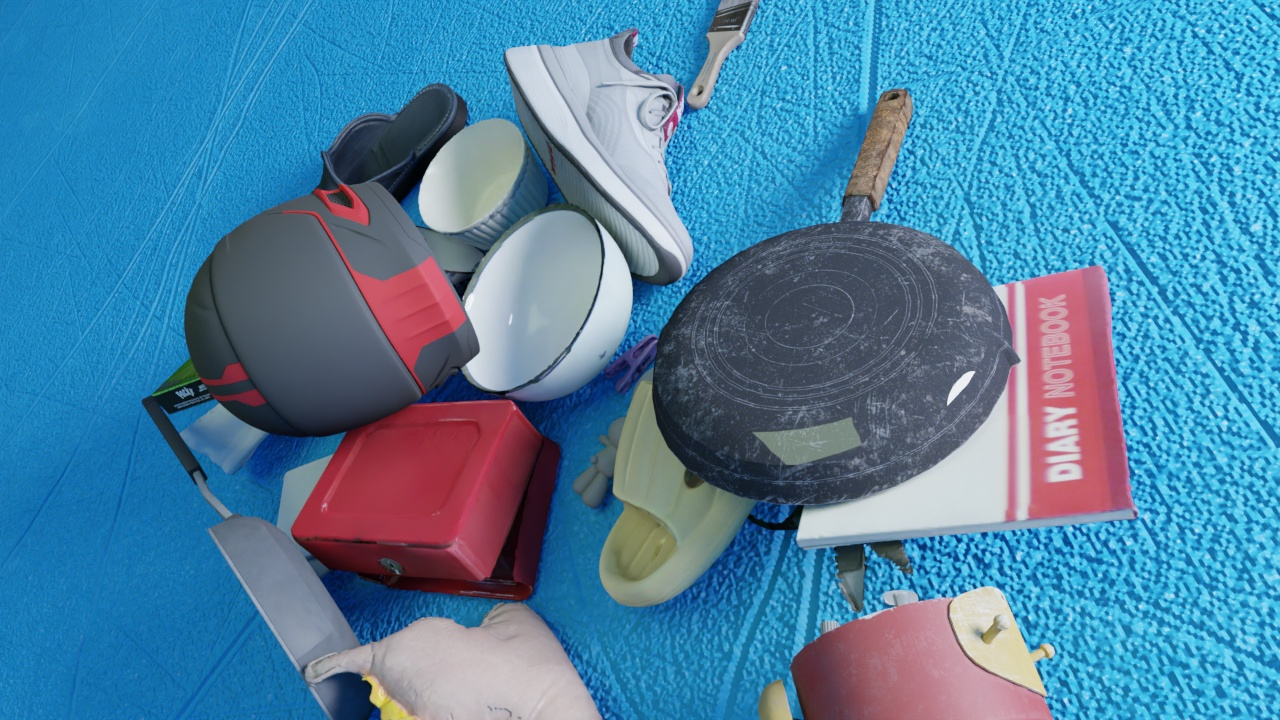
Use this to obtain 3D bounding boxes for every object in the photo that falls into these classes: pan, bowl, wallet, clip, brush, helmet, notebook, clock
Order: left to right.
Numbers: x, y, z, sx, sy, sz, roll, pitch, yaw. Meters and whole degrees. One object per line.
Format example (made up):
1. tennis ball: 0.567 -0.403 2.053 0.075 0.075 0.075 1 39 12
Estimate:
1. pan: -0.301 0.135 0.702 0.041 0.179 0.357 -33 56 -26
2. helmet: -0.233 -0.028 0.656 0.169 0.164 0.265 -32 23 -14
3. wallet: -0.260 0.138 0.764 0.119 0.037 0.115 -20 57 28
4. bowl: -0.193 -0.079 0.799 0.114 0.114 0.045 37 117 40
5. bowl: -0.132 -0.148 0.812 0.116 0.062 0.115 -15 59 26
6. bowl: -0.064 -0.035 0.696 0.154 0.073 0.153 -21 56 33
7. clip: -0.009 0.000 0.688 0.042 0.014 0.052 22 82 41
8. brush: 0.074 -0.278 0.780 0.039 0.012 0.151 12 75 37
9. pan: 0.123 -0.070 0.556 0.208 0.040 0.355 1 49 28
10. clock: 0.120 0.168 0.454 0.159 0.117 0.081 -31 49 24
11. notebook: 0.174 0.018 0.494 0.153 0.012 0.208 -12 30 29

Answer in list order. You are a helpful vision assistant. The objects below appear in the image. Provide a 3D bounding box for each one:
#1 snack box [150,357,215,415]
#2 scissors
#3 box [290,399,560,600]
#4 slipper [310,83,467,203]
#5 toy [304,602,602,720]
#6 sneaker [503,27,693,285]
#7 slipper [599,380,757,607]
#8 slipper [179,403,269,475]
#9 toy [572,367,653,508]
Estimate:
1. snack box: -0.396 -0.011 0.893 0.080 0.025 0.147 -16 30 26
2. scissors: 0.094 0.083 0.514 0.142 0.015 0.209 -30 18 24
3. box: -0.154 0.097 0.671 0.158 0.112 0.134 -6 58 30
4. slipper: -0.293 -0.188 0.926 0.266 0.083 0.109 -46 53 6
5. toy: -0.068 0.240 0.527 0.264 0.195 0.065 46 136 47
6. sneaker: -0.007 -0.172 0.736 0.128 0.097 0.263 -25 61 -9
7. slipper: 0.045 0.031 0.574 0.261 0.079 0.111 -55 23 -8
8. slipper: -0.302 0.018 0.830 0.247 0.074 0.112 -37 28 7
9. toy: -0.009 0.054 0.649 0.112 0.030 0.049 -54 35 4
